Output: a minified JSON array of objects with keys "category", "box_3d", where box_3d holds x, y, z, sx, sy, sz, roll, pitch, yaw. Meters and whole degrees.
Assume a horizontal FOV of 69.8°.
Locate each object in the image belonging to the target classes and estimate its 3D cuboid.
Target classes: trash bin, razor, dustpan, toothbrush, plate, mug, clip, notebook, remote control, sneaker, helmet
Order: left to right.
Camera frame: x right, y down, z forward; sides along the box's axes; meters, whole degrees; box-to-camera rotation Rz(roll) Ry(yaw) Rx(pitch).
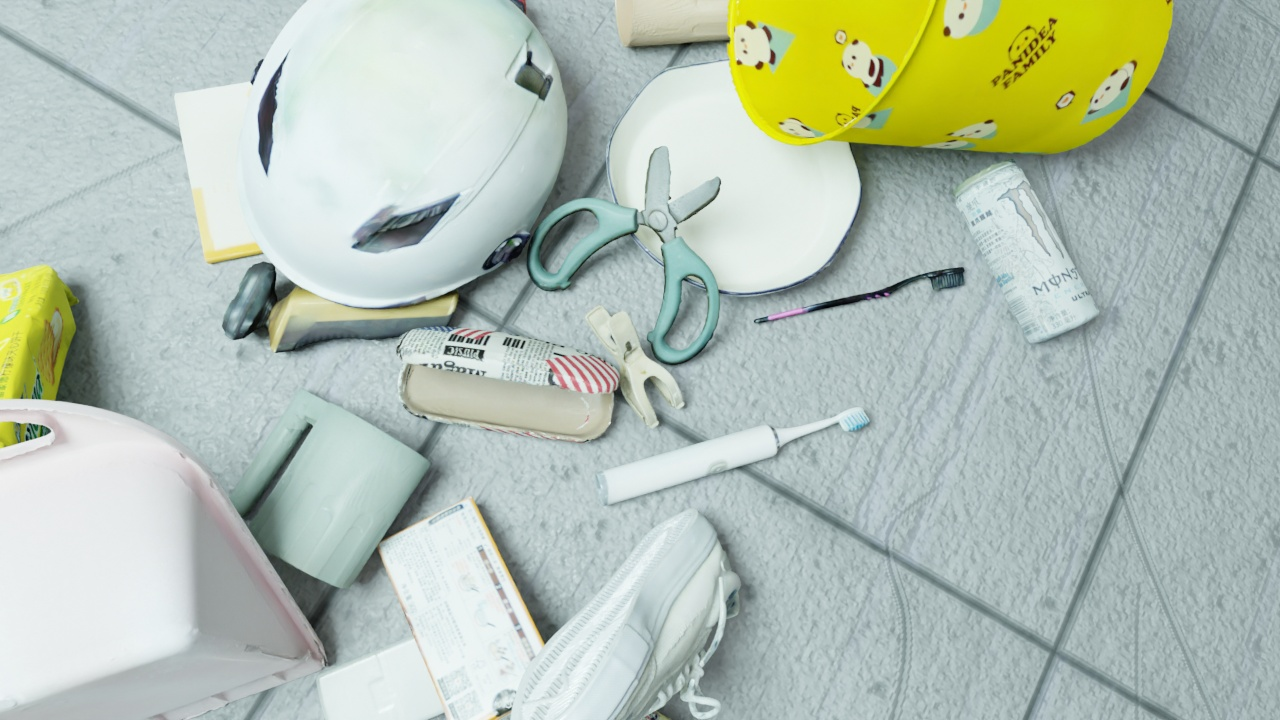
[{"category":"dustpan","box_3d":[-0.327,0.136,0.534,0.222,0.274,0.138,-16,69,-15]},{"category":"mug","box_3d":[-0.224,0.086,0.644,0.124,0.084,0.103,23,74,26]},{"category":"notebook","box_3d":[-0.250,-0.165,0.728,0.206,0.010,0.145,-13,79,-10]},{"category":"razor","box_3d":[-0.220,-0.041,0.682,0.167,0.062,0.068,-2,107,-13]},{"category":"helmet","box_3d":[-0.159,-0.172,0.644,0.229,0.146,0.258,39,64,-5]},{"category":"remote control","box_3d":[-0.147,0.219,0.645,0.150,0.021,0.058,-20,81,-11]},{"category":"clip","box_3d":[-0.007,0.003,0.701,0.034,0.066,0.099,-37,107,-12]},{"category":"sneaker","box_3d":[0.005,0.191,0.591,0.090,0.241,0.091,-32,94,31]},{"category":"mug","box_3d":[0.032,-0.321,0.773,0.103,0.084,0.124,-6,51,-10]},{"category":"plate","box_3d":[0.074,-0.146,0.748,0.205,0.046,0.204,2,78,-7]},{"category":"toothbrush","box_3d":[0.073,0.069,0.706,0.221,0.027,0.026,-15,57,-11]},{"category":"toothbrush","box_3d":[0.182,-0.050,0.756,0.189,0.014,0.018,-14,91,-10]},{"category":"trash bin","box_3d":[0.232,-0.261,0.686,0.254,0.230,0.229,1,76,-29]}]

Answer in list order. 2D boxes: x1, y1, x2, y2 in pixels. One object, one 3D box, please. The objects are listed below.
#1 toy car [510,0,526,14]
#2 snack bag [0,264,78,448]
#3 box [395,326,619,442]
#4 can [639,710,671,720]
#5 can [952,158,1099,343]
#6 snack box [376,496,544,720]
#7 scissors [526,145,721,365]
[{"category":"toy car","box_3d":[-0.152,-0.293,0.750,0.120,0.053,0.045,17,36,-7]},{"category":"snack bag","box_3d":[-0.448,0.033,0.572,0.158,0.068,0.246,-16,38,-11]},{"category":"box","box_3d":[-0.096,0.008,0.668,0.163,0.088,0.076,11,68,-2]},{"category":"can","box_3d":[-0.021,0.258,0.632,0.116,0.059,0.058,30,75,0]},{"category":"can","box_3d":[0.317,-0.089,0.758,0.058,0.058,0.146,-22,81,-12]},{"category":"snack box","box_3d":[-0.118,0.173,0.628,0.075,0.026,0.153,-27,58,-12]},{"category":"scissors","box_3d":[-0.015,-0.078,0.701,0.181,0.019,0.170,5,114,14]}]
